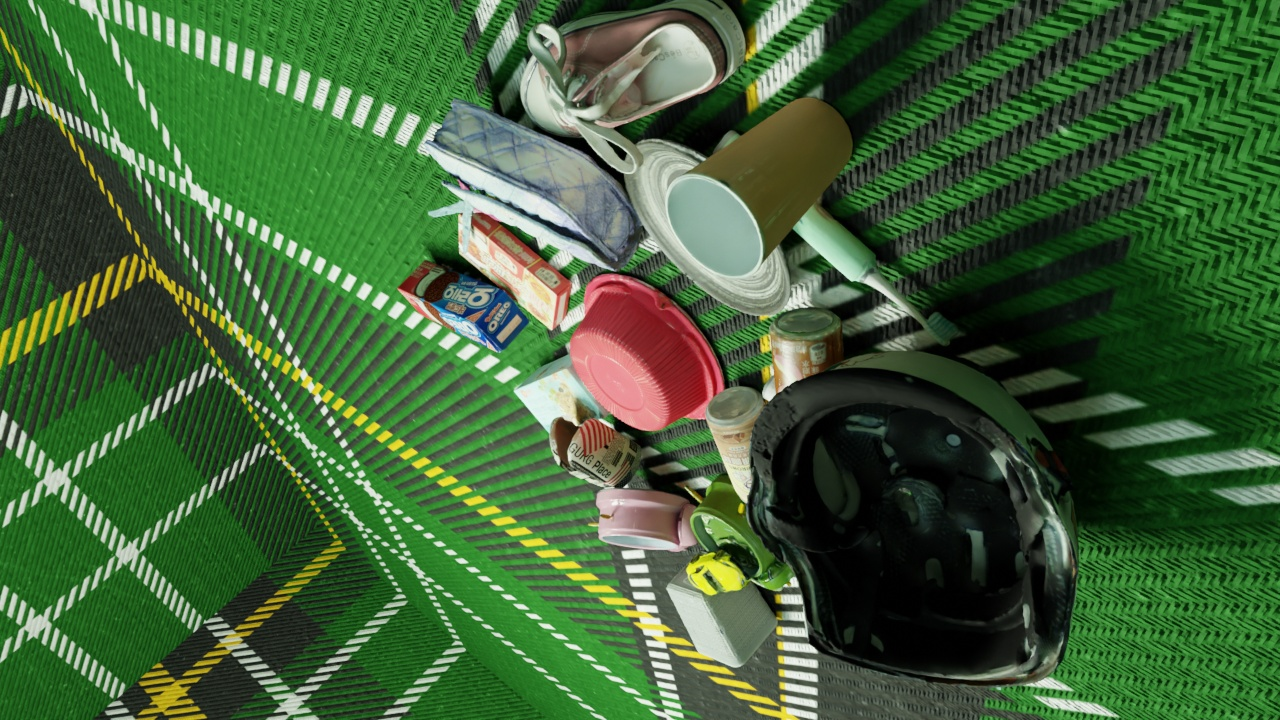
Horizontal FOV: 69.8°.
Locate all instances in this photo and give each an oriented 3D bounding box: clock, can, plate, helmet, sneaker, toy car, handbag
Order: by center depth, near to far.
[{"bbox_3d":[0.212,0.100,0.683,0.231,0.156,0.274,-13,106,39],"label":"helmet"},{"bbox_3d":[-0.031,-0.207,0.688,0.241,0.087,0.118,5,132,51],"label":"sneaker"},{"bbox_3d":[0.058,-0.110,0.744,0.179,0.024,0.180,41,163,15],"label":"plate"},{"bbox_3d":[0.142,0.032,0.763,0.058,0.057,0.147,17,128,42],"label":"can"},{"bbox_3d":[-0.102,-0.158,0.839,0.194,0.075,0.134,29,175,32],"label":"handbag"},{"bbox_3d":[0.107,0.085,0.909,0.059,0.058,0.116,15,139,45],"label":"can"},{"bbox_3d":[0.119,0.204,1.049,0.116,0.056,0.161,8,134,50],"label":"clock"},{"bbox_3d":[0.086,0.248,1.057,0.048,0.032,0.105,48,151,-3],"label":"toy car"},{"bbox_3d":[0.020,0.201,1.141,0.158,0.059,0.117,8,160,-9],"label":"clock"}]

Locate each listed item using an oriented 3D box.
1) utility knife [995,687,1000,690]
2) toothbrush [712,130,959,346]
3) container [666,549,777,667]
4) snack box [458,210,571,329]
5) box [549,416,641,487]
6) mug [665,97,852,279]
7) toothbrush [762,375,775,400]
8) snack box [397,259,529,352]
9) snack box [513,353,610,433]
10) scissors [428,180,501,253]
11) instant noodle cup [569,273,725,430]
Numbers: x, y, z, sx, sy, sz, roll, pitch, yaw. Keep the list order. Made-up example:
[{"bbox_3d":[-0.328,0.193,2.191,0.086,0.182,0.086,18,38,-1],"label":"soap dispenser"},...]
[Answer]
[{"bbox_3d":[0.281,0.255,0.934,0.220,0.022,0.031,47,153,12],"label":"utility knife"},{"bbox_3d":[0.141,-0.088,0.674,0.224,0.026,0.027,43,122,6],"label":"toothbrush"},{"bbox_3d":[0.102,0.315,1.185,0.090,0.090,0.114,1,125,53],"label":"container"},{"bbox_3d":[-0.144,-0.106,1.039,0.153,0.025,0.075,40,152,13],"label":"snack box"},{"bbox_3d":[-0.043,0.112,1.089,0.083,0.075,0.163,-10,156,19],"label":"box"},{"bbox_3d":[0.084,-0.119,0.609,0.078,0.122,0.078,33,148,24],"label":"mug"},{"bbox_3d":[0.204,0.076,0.800,0.221,0.026,0.026,32,127,25],"label":"toothbrush"},{"bbox_3d":[-0.221,-0.070,1.129,0.208,0.058,0.057,22,155,47],"label":"snack box"},{"bbox_3d":[-0.086,0.037,1.117,0.074,0.051,0.175,51,151,-10],"label":"snack box"},{"bbox_3d":[-0.187,-0.175,0.989,0.134,0.017,0.130,-3,118,36],"label":"scissors"},{"bbox_3d":[-0.006,0.006,0.955,0.194,0.065,0.194,33,150,22],"label":"instant noodle cup"}]
